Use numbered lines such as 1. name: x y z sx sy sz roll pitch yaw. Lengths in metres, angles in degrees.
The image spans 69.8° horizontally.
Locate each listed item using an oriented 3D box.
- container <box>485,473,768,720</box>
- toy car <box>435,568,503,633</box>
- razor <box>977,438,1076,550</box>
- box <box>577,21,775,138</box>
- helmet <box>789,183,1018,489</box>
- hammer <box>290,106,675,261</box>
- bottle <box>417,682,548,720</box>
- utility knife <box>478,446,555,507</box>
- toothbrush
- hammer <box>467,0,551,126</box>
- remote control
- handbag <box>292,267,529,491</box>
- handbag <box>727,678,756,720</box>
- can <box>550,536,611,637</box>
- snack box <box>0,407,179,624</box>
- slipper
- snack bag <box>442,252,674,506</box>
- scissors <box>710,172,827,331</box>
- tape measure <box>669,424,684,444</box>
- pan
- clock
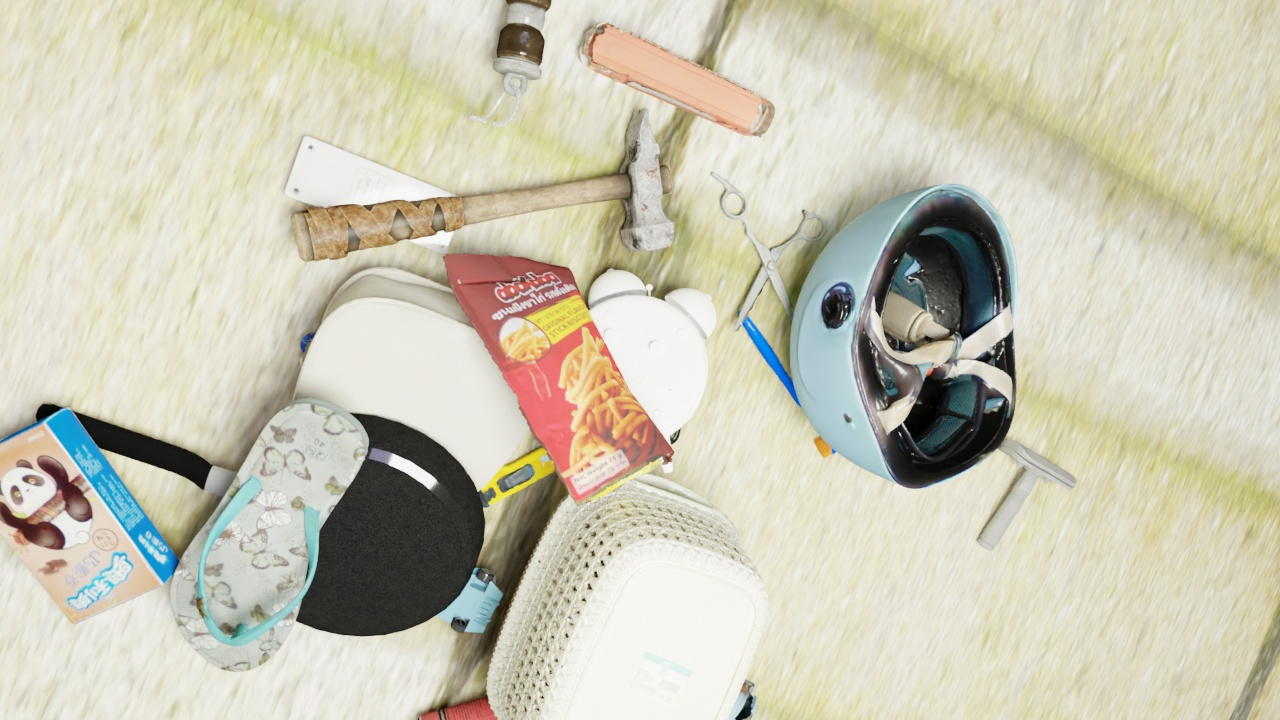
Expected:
1. container: -0.007 0.226 0.732 0.184 0.143 0.246 21 93 -19
2. toy car: -0.177 0.197 0.813 0.108 0.027 0.060 27 96 -5
3. razor: 0.404 0.154 0.993 0.088 0.047 0.116 28 97 -20
4. box: 0.036 -0.243 0.801 0.186 0.056 0.059 16 62 -21
5. helmet: 0.229 -0.027 0.830 0.225 0.167 0.266 0 101 -37
6. hammer: -0.121 -0.129 0.761 0.318 0.049 0.121 -13 100 -18
7. bottle: -0.111 0.332 0.839 0.176 0.062 0.062 -11 102 -16
8. utility knife: -0.085 0.089 0.833 0.151 0.017 0.030 -29 112 -16
9. toothbrush: 0.142 0.025 0.896 0.018 0.016 0.182 -37 108 -4
10. hammer: -0.079 -0.347 0.727 0.176 0.079 0.326 8 97 -19
11. remote control: -0.216 -0.134 0.753 0.135 0.011 0.050 20 92 -22
12. handbag: -0.188 0.034 0.762 0.200 0.093 0.200 25 111 -21
13. handbag: 0.041 0.355 0.871 0.122 0.118 0.192 18 106 19
14. can: -0.045 0.215 0.834 0.089 0.074 0.090 -3 100 -18
15. snack box: -0.434 0.120 0.699 0.087 0.034 0.151 -24 107 9
16. slipper: -0.290 0.144 0.687 0.098 0.054 0.269 25 111 -11
17. snack bag: -0.063 0.006 0.710 0.138 0.067 0.208 -15 69 -53
18. scissors: 0.115 -0.104 0.863 0.141 0.014 0.175 -41 104 -15
19. tape measure: 0.016 0.041 0.844 0.061 0.034 0.061 24 83 -23
20. pan: -0.299 0.112 0.725 0.355 0.044 0.204 22 114 -12
21. clock: -0.005 0.004 0.790 0.125 0.073 0.160 15 80 4
